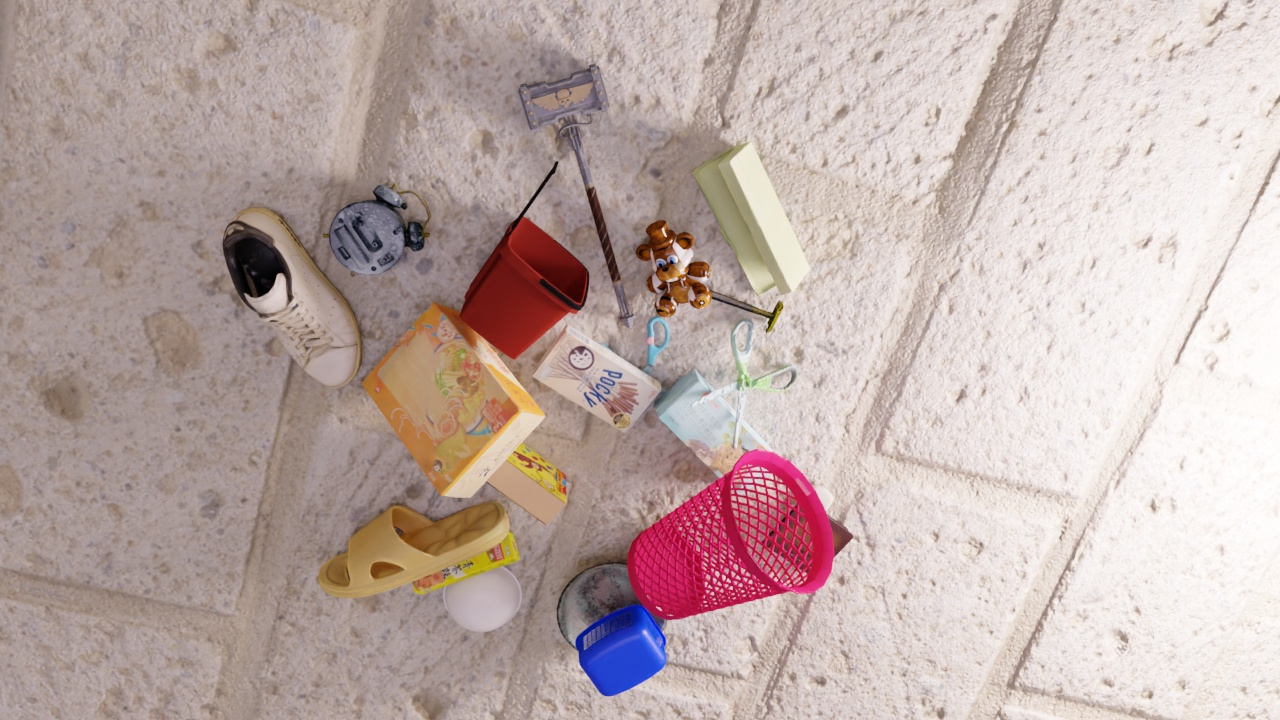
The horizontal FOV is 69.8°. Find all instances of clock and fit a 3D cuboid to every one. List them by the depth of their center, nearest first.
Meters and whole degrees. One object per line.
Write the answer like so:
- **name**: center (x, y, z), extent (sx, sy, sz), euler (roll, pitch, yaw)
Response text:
- **clock**: center (-0.314, -0.157, 1.107), extent (0.129, 0.052, 0.090), euler (-29, 108, 5)

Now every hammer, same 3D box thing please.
- **hammer**: center (-0.055, -0.189, 1.127), extent (0.098, 0.044, 0.322), euler (-16, 110, 0)

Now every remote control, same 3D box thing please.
- **remote control**: center (0.226, 0.232, 1.299), extent (0.038, 0.018, 0.126), euler (29, 104, -13)

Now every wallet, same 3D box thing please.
- **wallet**: center (0.236, 0.248, 1.287), extent (0.115, 0.018, 0.091), euler (36, 101, -32)

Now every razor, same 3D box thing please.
- **razor**: center (0.128, -0.072, 1.187), extent (0.106, 0.026, 0.043), euler (20, 140, -1)

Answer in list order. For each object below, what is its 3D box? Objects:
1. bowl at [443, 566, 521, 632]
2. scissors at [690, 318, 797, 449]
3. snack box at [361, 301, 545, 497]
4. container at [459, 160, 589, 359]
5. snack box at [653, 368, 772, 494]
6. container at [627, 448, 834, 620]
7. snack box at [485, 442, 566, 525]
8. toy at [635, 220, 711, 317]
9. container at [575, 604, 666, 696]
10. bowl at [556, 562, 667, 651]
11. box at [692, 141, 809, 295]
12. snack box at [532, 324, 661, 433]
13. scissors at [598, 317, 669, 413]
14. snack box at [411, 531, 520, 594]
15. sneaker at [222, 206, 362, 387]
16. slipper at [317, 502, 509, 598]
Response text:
- **bowl**: center (-0.222, 0.340, 1.282), extent (0.110, 0.040, 0.110), euler (-1, 108, -5)
- **scissors**: center (0.132, 0.025, 1.196), extent (0.171, 0.023, 0.168), euler (-17, 99, -29)
- **snack box**: center (-0.226, 0.048, 1.125), extent (0.145, 0.080, 0.195), euler (-47, 65, 10)
- **container**: center (-0.116, -0.116, 1.089), extent (0.127, 0.147, 0.201), euler (39, 110, -16)
- **snack box**: center (0.101, 0.097, 1.225), extent (0.075, 0.053, 0.174), euler (-42, 109, 7)
- **container**: center (0.102, 0.243, 1.185), extent (0.183, 0.182, 0.226), euler (42, 130, -16)
- **snack box**: center (-0.158, 0.146, 1.200), extent (0.126, 0.088, 0.040), euler (39, 100, -15)
- **toy**: center (0.040, -0.118, 1.147), extent (0.087, 0.067, 0.113), euler (-13, 123, 24)
- **container**: center (-0.026, 0.405, 1.268), extent (0.114, 0.058, 0.096), euler (-30, 108, 5)
- **bowl**: center (-0.040, 0.347, 1.301), extent (0.157, 0.038, 0.157), euler (-1, 108, -5)
- **box**: center (0.147, -0.175, 1.144), extent (0.077, 0.089, 0.188), euler (-38, 109, -25)
- **snack box**: center (-0.056, 0.025, 1.196), extent (0.150, 0.026, 0.082), euler (32, 112, -13)
- **scissors**: center (-0.009, 0.008, 1.209), extent (0.125, 0.015, 0.136), euler (2, 105, -6)
- **snack box**: center (-0.241, 0.277, 1.258), extent (0.148, 0.029, 0.040), euler (-20, 70, 1)
- **sneaker**: center (-0.418, -0.067, 1.101), extent (0.089, 0.102, 0.241), euler (-27, 109, 3)
- **slipper**: center (-0.306, 0.236, 1.211), extent (0.263, 0.099, 0.078), euler (-18, 118, -4)
